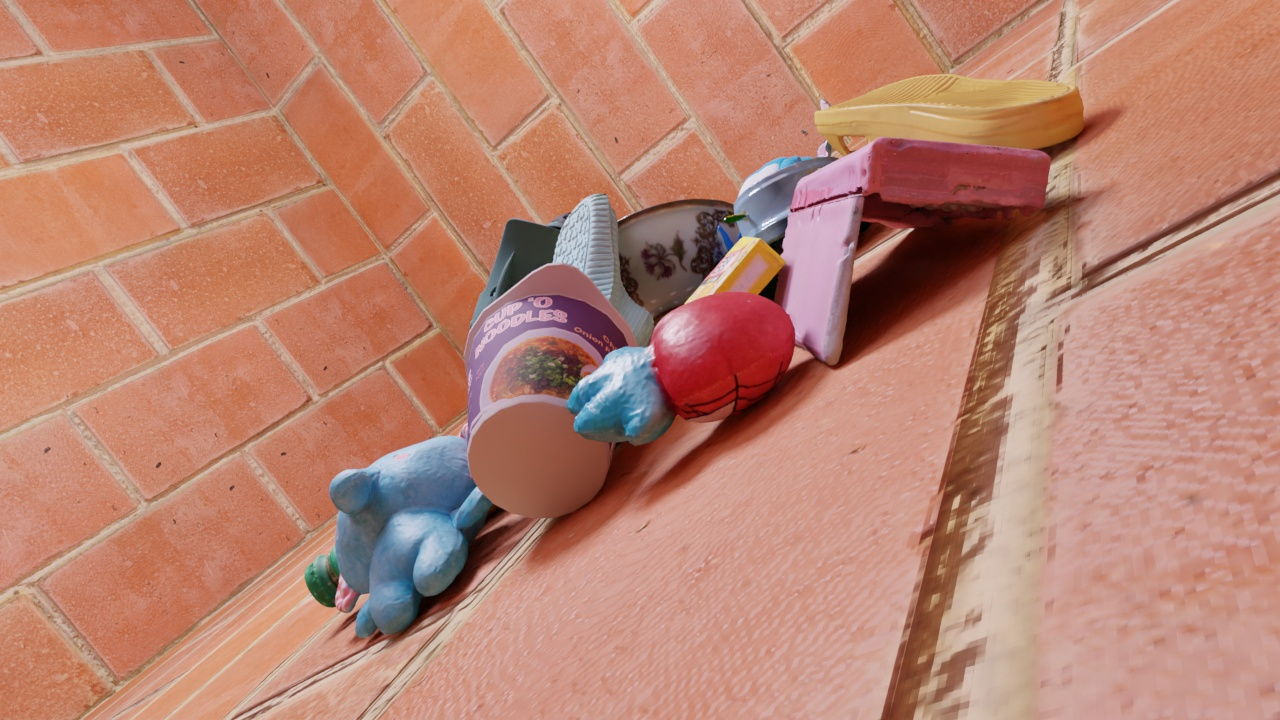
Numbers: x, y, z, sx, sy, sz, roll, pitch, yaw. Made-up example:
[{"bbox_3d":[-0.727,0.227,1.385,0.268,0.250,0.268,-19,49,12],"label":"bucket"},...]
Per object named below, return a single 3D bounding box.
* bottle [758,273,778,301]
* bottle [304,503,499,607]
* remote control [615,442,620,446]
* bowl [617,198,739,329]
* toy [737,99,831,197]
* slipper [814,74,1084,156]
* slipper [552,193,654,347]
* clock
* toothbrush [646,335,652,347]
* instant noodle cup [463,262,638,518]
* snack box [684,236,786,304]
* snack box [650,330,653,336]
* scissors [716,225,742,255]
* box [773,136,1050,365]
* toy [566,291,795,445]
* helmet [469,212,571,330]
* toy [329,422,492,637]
[{"bbox_3d":[0.083,-0.049,0.804,0.123,0.033,0.032,-32,7,43],"label":"bottle"},{"bbox_3d":[-0.184,0.129,0.760,0.210,0.068,0.068,-36,5,5],"label":"bottle"},{"bbox_3d":[-0.009,0.043,0.683,0.133,0.013,0.058,-37,6,-9],"label":"remote control"},{"bbox_3d":[0.036,-0.080,0.907,0.160,0.093,0.160,-11,-17,-4],"label":"bowl"},{"bbox_3d":[0.156,-0.178,1.032,0.225,0.099,0.191,-53,-5,29],"label":"toy"},{"bbox_3d":[0.213,-0.161,0.673,0.099,0.078,0.263,-17,20,-13],"label":"slipper"},{"bbox_3d":[-0.044,-0.028,0.810,0.116,0.069,0.275,-33,44,45],"label":"slipper"},{"bbox_3d":[0.144,-0.123,0.799,0.118,0.060,0.161,-24,-11,23],"label":"clock"},{"bbox_3d":[-0.005,0.005,0.819,0.188,0.019,0.018,-45,8,-2],"label":"toothbrush"},{"bbox_3d":[-0.059,0.024,0.578,0.121,0.122,0.137,-92,9,-62],"label":"instant noodle cup"},{"bbox_3d":[0.065,-0.055,0.674,0.075,0.025,0.152,-49,4,8],"label":"snack box"},{"bbox_3d":[-0.042,0.008,1.035,0.141,0.044,0.194,-38,6,-26],"label":"snack box"},{"bbox_3d":[0.085,-0.084,0.852,0.123,0.016,0.125,-60,-32,-14],"label":"scissors"},{"bbox_3d":[0.142,-0.059,0.547,0.106,0.115,0.232,4,7,-1],"label":"box"},{"bbox_3d":[0.024,0.007,0.494,0.133,0.062,0.092,-27,15,1],"label":"toy"},{"bbox_3d":[-0.121,-0.066,1.179,0.199,0.176,0.275,-63,-10,-61],"label":"helmet"},{"bbox_3d":[-0.165,0.114,0.630,0.183,0.115,0.180,-46,16,5],"label":"toy"}]
